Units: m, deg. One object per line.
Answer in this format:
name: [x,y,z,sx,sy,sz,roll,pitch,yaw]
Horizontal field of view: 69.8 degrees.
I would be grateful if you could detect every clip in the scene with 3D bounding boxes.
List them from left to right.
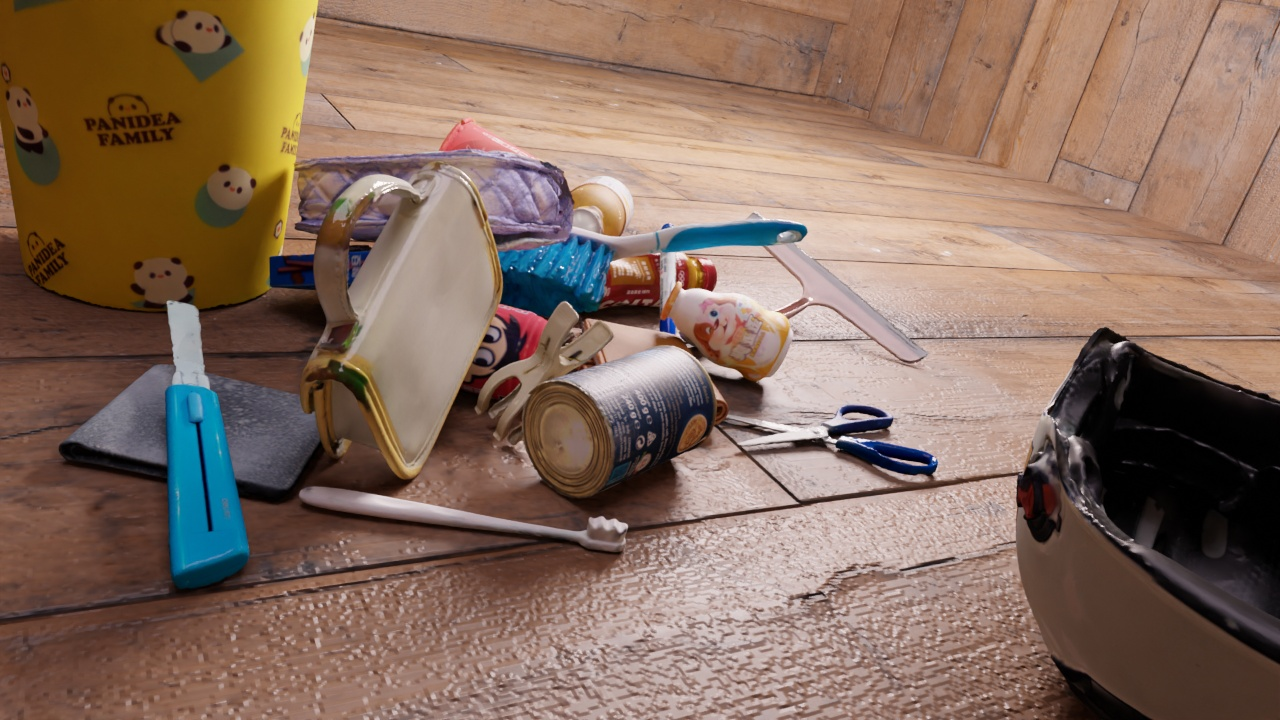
clip: [-0.064,0.008,0.591,0.034,0.100,0.071,50,11,30]

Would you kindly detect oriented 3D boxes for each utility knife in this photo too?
utility knife: [-0.245,0.031,0.502,0.034,0.018,0.238,-4,37,-28]

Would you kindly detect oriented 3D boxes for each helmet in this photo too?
helmet: [0.293,0.114,0.467,0.230,0.157,0.273,19,34,10]

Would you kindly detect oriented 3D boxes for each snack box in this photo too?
snack box: [-0.199,-0.068,0.706,0.157,0.026,0.084,1,2,29]

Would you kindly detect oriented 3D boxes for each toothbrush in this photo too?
toothbrush: [-0.095,0.085,0.505,0.180,0.016,0.016,10,21,-8]

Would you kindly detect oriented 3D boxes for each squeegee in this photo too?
squeegee: [0.117,-0.043,0.890,0.248,0.040,0.247,-20,56,-43]

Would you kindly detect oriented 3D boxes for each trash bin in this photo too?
trash bin: [-0.362,-0.189,0.691,0.229,0.256,0.229,11,23,-5]

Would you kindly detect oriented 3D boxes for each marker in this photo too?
marker: [0.025,-0.070,0.842,0.017,0.017,0.145,9,52,-10]

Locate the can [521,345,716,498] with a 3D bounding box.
can: [-0.013,0.037,0.585,0.075,0.075,0.110,27,27,31]

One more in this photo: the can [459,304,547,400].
can: [-0.110,-0.009,0.650,0.094,0.067,0.066,15,23,4]

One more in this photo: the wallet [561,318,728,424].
wallet: [-0.004,0.004,0.718,0.119,0.035,0.130,6,22,-16]

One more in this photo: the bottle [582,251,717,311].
bottle: [-0.003,-0.079,0.883,0.174,0.057,0.057,-6,29,-37]

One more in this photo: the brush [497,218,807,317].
brush: [-0.025,-0.086,0.772,0.315,0.061,0.109,7,52,16]

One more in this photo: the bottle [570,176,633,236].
bottle: [-0.047,-0.147,0.934,0.068,0.068,0.189,13,17,1]

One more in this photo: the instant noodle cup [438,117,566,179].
instant noodle cup: [-0.142,-0.152,0.895,0.108,0.138,0.137,23,23,1]

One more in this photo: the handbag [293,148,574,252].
handbag: [-0.166,-0.119,0.716,0.194,0.075,0.134,4,5,28]

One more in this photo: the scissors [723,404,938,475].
scissors: [0.149,0.059,0.704,0.164,0.012,0.162,25,27,29]

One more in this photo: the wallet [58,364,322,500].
wallet: [-0.246,0.041,0.528,0.121,0.019,0.097,12,25,-4]

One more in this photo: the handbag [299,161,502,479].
handbag: [-0.142,-0.041,0.520,0.063,0.179,0.163,12,55,9]

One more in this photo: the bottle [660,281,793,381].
bottle: [0.072,-0.028,0.777,0.108,0.063,0.063,26,23,-3]
